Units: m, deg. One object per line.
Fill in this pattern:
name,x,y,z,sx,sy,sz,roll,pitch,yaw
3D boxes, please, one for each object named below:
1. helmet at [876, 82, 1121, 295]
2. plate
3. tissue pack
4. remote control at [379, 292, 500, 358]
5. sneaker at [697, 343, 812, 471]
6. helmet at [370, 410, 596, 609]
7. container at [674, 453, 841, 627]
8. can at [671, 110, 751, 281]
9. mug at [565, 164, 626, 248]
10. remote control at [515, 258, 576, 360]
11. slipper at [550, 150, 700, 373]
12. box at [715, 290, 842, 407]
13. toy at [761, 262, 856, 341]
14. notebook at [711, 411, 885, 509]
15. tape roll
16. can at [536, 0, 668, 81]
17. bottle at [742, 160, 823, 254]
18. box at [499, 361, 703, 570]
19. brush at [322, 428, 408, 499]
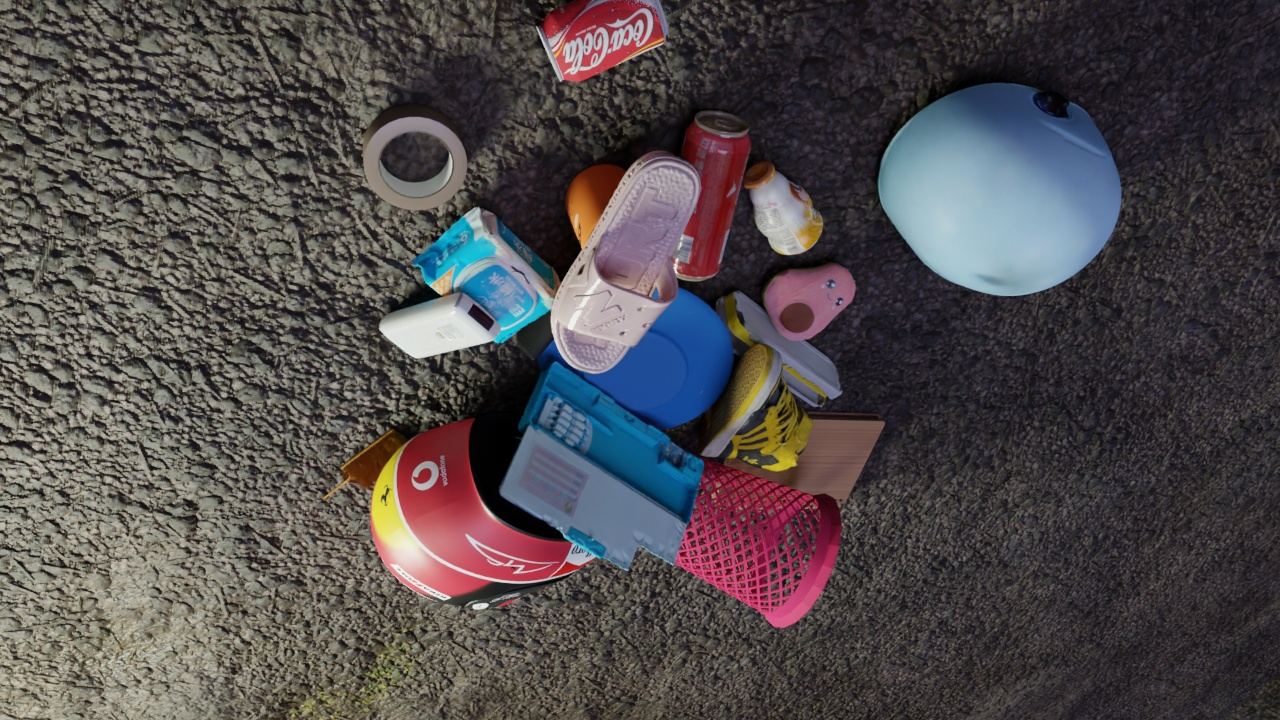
helmet,0.393,-0.173,0.987,0.265,0.166,0.226,17,130,-19
plate,-0.006,0.006,1.045,0.224,0.024,0.225,1,129,1
tissue pack,-0.149,-0.083,0.941,0.093,0.061,0.144,-37,129,14
remote control,-0.208,-0.034,0.941,0.139,0.025,0.060,-11,139,39
sneaker,0.154,0.065,1.084,0.122,0.085,0.239,14,154,-7
helmet,-0.174,0.178,1.049,0.270,0.197,0.225,16,137,-40
container,0.110,0.213,1.179,0.225,0.182,0.184,26,117,-12
can,0.066,-0.166,0.943,0.067,0.067,0.170,-1,128,-18
mug,-0.019,-0.129,0.925,0.078,0.095,0.112,-32,130,8
remote control,-0.084,-0.065,0.990,0.152,0.041,0.020,-49,151,21
slipper,-0.013,-0.079,0.861,0.094,0.064,0.240,12,121,-26
box,0.164,-0.011,1.104,0.045,0.065,0.209,-33,132,33
toy,0.198,-0.075,1.068,0.110,0.051,0.090,-31,107,-8
notebook,0.216,0.142,1.269,0.210,0.022,0.169,3,126,-20
tape roll,-0.210,-0.189,0.857,0.093,0.030,0.094,-9,130,-11
can,-0.034,-0.292,0.811,0.105,0.064,0.064,-24,131,1
bottle,0.149,-0.163,0.976,0.063,0.063,0.109,-35,130,10
box,-0.038,0.130,1.014,0.226,0.181,0.039,35,139,-19
brush,-0.324,0.131,1.084,0.126,0.017,0.048,-35,130,11
